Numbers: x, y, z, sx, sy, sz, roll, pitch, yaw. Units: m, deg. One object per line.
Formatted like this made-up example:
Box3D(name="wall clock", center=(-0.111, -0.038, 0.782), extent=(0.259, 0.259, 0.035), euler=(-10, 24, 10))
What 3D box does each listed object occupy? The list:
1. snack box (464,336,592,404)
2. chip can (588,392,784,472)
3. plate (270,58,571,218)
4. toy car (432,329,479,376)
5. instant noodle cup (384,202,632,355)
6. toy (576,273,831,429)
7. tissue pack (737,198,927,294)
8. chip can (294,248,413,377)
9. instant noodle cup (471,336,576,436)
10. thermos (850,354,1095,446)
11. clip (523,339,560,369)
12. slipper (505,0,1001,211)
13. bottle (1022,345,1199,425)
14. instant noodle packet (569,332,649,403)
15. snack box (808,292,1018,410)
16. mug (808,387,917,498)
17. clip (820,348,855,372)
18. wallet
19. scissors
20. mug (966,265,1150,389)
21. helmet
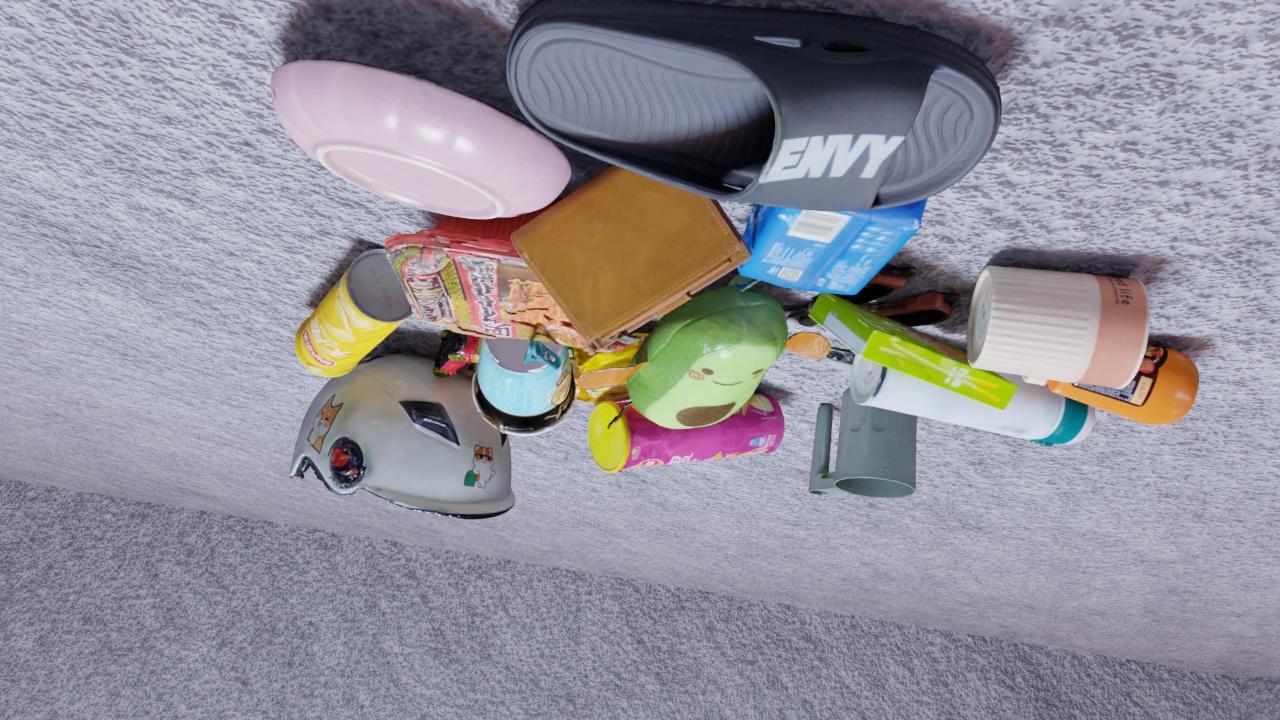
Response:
Box3D(name="snack box", center=(-0.116, 0.013, 1.034), extent=(0.153, 0.026, 0.075), euler=(15, 158, -15))
Box3D(name="chip can", center=(0.052, 0.073, 0.968), extent=(0.210, 0.071, 0.072), euler=(-2, 168, -34))
Box3D(name="plate", center=(-0.142, -0.129, 0.587), extent=(0.192, 0.039, 0.192), euler=(14, 174, 1))
Box3D(name="toy car", center=(-0.193, -0.013, 0.966), extent=(0.031, 0.049, 0.107), euler=(20, 156, -23))
Box3D(name="instant noodle cup", center=(-0.093, -0.070, 0.731), extent=(0.189, 0.079, 0.165), euler=(9, 160, 0))
Box3D(name="toy", center=(0.055, 0.003, 0.786), extent=(0.226, 0.090, 0.247), euler=(-12, 161, -16))
Box3D(name="tissue pack", center=(0.124, -0.094, 0.619), extent=(0.095, 0.052, 0.157), euler=(13, 159, -5))
Box3D(name="chip can", center=(-0.279, -0.042, 0.896), extent=(0.072, 0.072, 0.214), euler=(19, 156, -26))
Box3D(name="instant noodle cup", center=(-0.116, 0.004, 0.915), extent=(0.111, 0.111, 0.121), euler=(10, 154, -3))
Box3D(name="thermos", center=(0.311, 0.033, 0.853), extent=(0.224, 0.073, 0.073), euler=(12, 159, -10))
Box3D(name="clip", center=(-0.086, -0.005, 0.777), extent=(0.033, 0.013, 0.054), euler=(9, 166, 5))
Box3D(name="slipper", center=(0.052, -0.123, 0.490), extent=(0.268, 0.083, 0.111), euler=(11, 138, 4))
Box3D(name="bottle", center=(0.387, 0.010, 0.783), extent=(0.149, 0.066, 0.067), euler=(13, 160, 10))
Box3D(name="instant noodle packet", center=(-0.005, 0.005, 0.919), extent=(0.128, 0.044, 0.111), euler=(-7, 153, 0))
Box3D(name="snack box", center=(0.219, -0.007, 0.737), extent=(0.156, 0.026, 0.085), euler=(19, -163, -25))
Box3D(name="mug", center=(0.236, 0.089, 0.984), extent=(0.083, 0.103, 0.124), euler=(25, 155, -38))
Box3D(name="clip", center=(0.203, 0.001, 0.888), extent=(0.058, 0.042, 0.026), euler=(10, 161, 4))
Box3D(name="wallet", center=(-0.002, -0.071, 0.622), extent=(0.131, 0.035, 0.119), euler=(-30, 113, 18))
Box3D(name="scissors", center=(0.156, -0.045, 0.789), extent=(0.202, 0.015, 0.206), euler=(8, 161, 1))
Box3D(name="mug", center=(0.308, -0.028, 0.697), extent=(0.106, 0.082, 0.114), euler=(8, -171, 8))
Box3D(name="helmet", center=(-0.259, 0.074, 1.045), extent=(0.274, 0.157, 0.229), euler=(10, -178, 39))
